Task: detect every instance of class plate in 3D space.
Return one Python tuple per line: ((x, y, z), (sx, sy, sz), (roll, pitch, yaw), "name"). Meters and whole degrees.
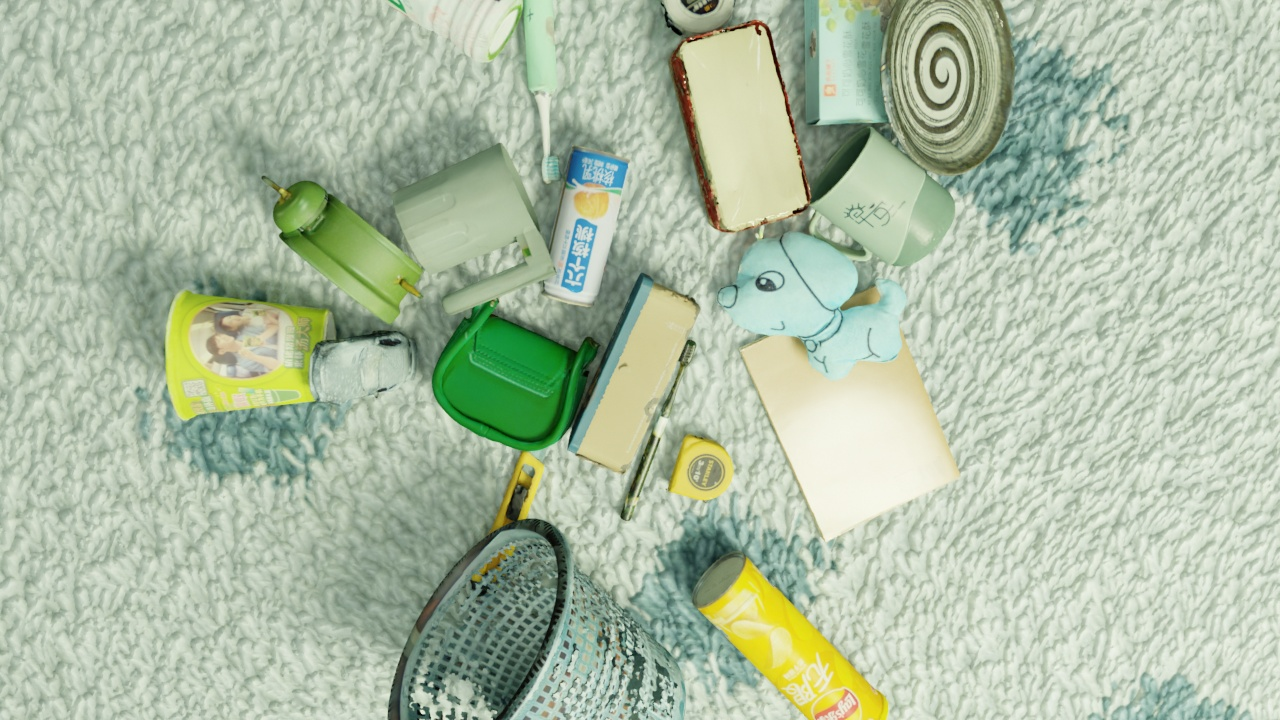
((0.262, -0.250, 0.795), (0.179, 0.024, 0.179), (-5, 99, -35), "plate")

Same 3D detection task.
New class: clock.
((-0.254, -0.099, 0.776), (0.161, 0.116, 0.056), (40, 84, -12), "clock")

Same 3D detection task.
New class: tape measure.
((0.058, 0.102, 0.871), (0.057, 0.029, 0.060), (16, 98, -5), "tape measure")
((0.049, -0.315, 0.796), (0.066, 0.033, 0.066), (-18, 98, 2), "tape measure")

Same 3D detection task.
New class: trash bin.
((-0.076, 0.285, 0.810), (0.226, 0.226, 0.195), (-47, 118, 5), "trash bin")

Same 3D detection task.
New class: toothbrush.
((-0.087, -0.268, 0.799), (0.027, 0.026, 0.224), (3, 101, 28), "toothbrush")
((0.015, 0.067, 0.868), (0.012, 0.017, 0.186), (24, 99, 24), "toothbrush")

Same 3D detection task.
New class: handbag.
((-0.113, 0.013, 0.822), (0.131, 0.068, 0.120), (24, 91, -3), "handbag")

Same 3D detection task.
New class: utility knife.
((-0.118, 0.130, 0.872), (0.033, 0.015, 0.215), (20, 97, -8), "utility knife")

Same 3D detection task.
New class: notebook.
((0.203, 0.052, 0.880), (0.149, 0.012, 0.211), (-25, 100, 0), "notebook")

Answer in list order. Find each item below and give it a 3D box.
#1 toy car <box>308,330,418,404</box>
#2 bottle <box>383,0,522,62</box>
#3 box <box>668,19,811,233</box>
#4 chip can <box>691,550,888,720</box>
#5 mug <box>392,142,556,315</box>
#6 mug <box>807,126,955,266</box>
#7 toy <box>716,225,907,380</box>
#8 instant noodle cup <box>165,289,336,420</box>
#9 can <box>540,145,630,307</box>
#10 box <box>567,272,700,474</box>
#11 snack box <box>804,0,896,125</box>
((-0.237, 0.005, 0.794), (0.037, 0.120, 0.054), (8, 100, 22), "toy car")
((-0.196, -0.329, 0.764), (0.197, 0.068, 0.068), (33, 96, -5), "bottle")
((0.085, -0.199, 0.796), (0.091, 0.077, 0.168), (-16, 100, -1), "box")
((0.144, 0.281, 0.886), (0.072, 0.072, 0.213), (-43, 98, 4), "chip can")
((-0.142, -0.111, 0.789), (0.103, 0.083, 0.124), (-22, 83, 2), "mug")
((0.207, -0.132, 0.817), (0.106, 0.082, 0.112), (35, 129, -12), "mug")
((0.155, -0.056, 0.833), (0.161, 0.050, 0.156), (-20, 90, 5), "toy")
((-0.330, -0.004, 0.796), (0.123, 0.111, 0.112), (0, 100, -11), "instant noodle cup")
((-0.050, -0.118, 0.814), (0.053, 0.053, 0.134), (13, 99, -6), "can")
((-0.005, 0.005, 0.821), (0.061, 0.090, 0.184), (21, 95, -6), "box")
((0.184, -0.295, 0.797), (0.074, 0.051, 0.175), (-3, 99, -4), "snack box")
